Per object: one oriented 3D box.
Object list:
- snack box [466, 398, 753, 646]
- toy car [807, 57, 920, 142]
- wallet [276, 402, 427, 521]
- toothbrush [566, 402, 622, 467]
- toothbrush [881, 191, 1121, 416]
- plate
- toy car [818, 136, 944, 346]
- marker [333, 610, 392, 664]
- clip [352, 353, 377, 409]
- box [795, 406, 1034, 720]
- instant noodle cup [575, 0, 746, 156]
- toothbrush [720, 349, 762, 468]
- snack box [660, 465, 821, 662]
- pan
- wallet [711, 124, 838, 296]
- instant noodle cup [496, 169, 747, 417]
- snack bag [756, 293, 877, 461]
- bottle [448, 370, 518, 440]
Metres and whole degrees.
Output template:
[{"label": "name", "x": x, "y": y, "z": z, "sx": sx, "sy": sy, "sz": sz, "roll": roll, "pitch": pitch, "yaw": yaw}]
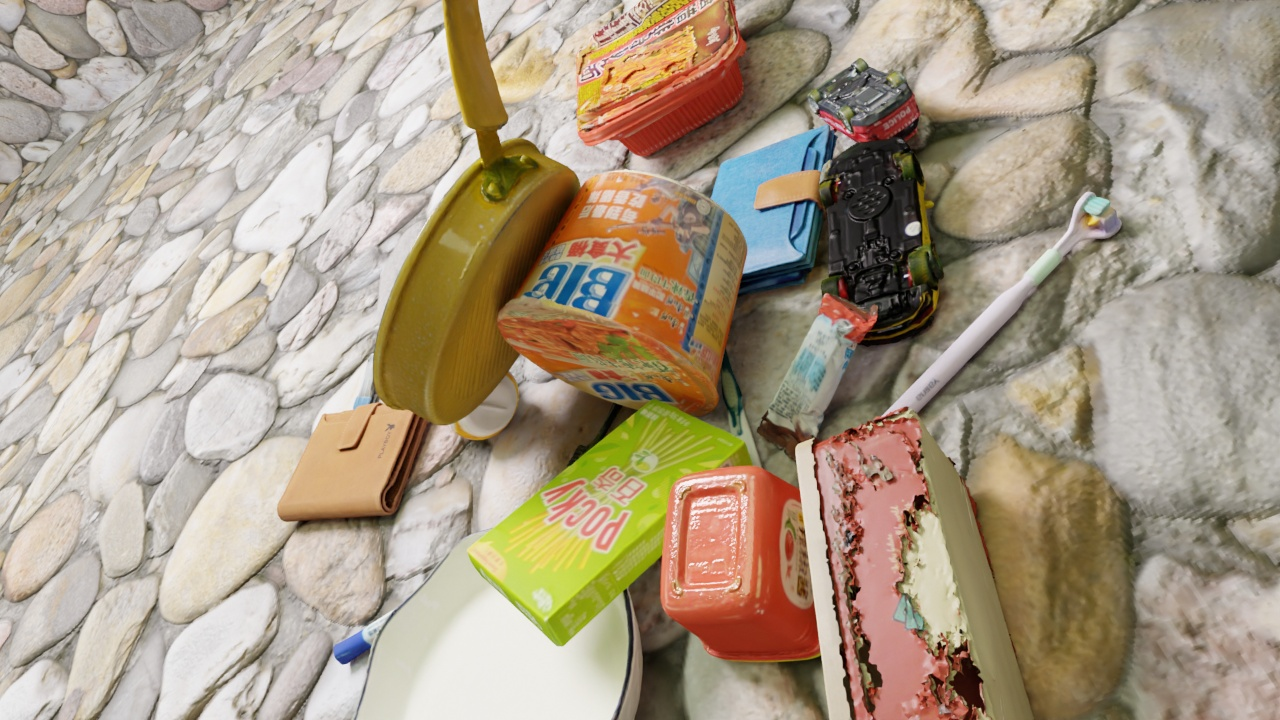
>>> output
[{"label": "snack box", "x": -0.017, "y": 0.088, "z": 0.540, "sx": 0.156, "sy": 0.026, "sz": 0.086, "roll": -38, "pitch": 37, "yaw": -23}, {"label": "toy car", "x": 0.164, "y": -0.186, "z": 0.677, "sx": 0.053, "sy": 0.045, "sz": 0.120, "roll": -32, "pitch": 28, "yaw": 8}, {"label": "wallet", "x": -0.245, "y": 0.086, "z": 0.786, "sx": 0.132, "sy": 0.031, "sz": 0.107, "roll": -9, "pitch": 52, "yaw": 32}, {"label": "toothbrush", "x": -0.004, "y": 0.004, "z": 0.674, "sx": 0.017, "sy": 0.012, "sz": 0.185, "roll": 1, "pitch": 55, "yaw": 53}, {"label": "toothbrush", "x": 0.200, "y": -0.021, "z": 0.524, "sx": 0.189, "sy": 0.029, "sz": 0.021, "roll": -45, "pitch": -1, "yaw": -1}, {"label": "plate", "x": -0.083, "y": 0.194, "z": 0.545, "sx": 0.205, "sy": 0.045, "sz": 0.204, "roll": -21, "pitch": 44, "yaw": 22}, {"label": "toy car", "x": 0.155, "y": -0.082, "z": 0.594, "sx": 0.071, "sy": 0.041, "sz": 0.155, "roll": -17, "pitch": 51, "yaw": 28}, {"label": "marker", "x": -0.156, "y": 0.173, "z": 0.645, "sx": 0.146, "sy": 0.017, "sz": 0.017, "roll": -33, "pitch": 41, "yaw": 12}, {"label": "clip", "x": -0.249, "y": 0.023, "z": 0.856, "sx": 0.024, "sy": 0.028, "sz": 0.056, "roll": 1, "pitch": 65, "yaw": 43}, {"label": "box", "x": 0.129, "y": 0.107, "z": 0.411, "sx": 0.079, "sy": 0.091, "sz": 0.168, "roll": -25, "pitch": 43, "yaw": 25}, {"label": "instant noodle cup", "x": 0.023, "y": -0.264, "z": 0.836, "sx": 0.165, "sy": 0.079, "sz": 0.188, "roll": -25, "pitch": 42, "yaw": 21}, {"label": "toothbrush", "x": 0.063, "y": 0.030, "z": 0.596, "sx": 0.016, "sy": 0.018, "sz": 0.191, "roll": -26, "pitch": 45, "yaw": 18}, {"label": "snack box", "x": 0.053, "y": 0.104, "z": 0.478, "sx": 0.082, "sy": 0.080, "sz": 0.091, "roll": -13, "pitch": 57, "yaw": 31}, {"label": "pan", "x": -0.098, "y": -0.109, "z": 0.553, "sx": 0.078, "sy": 0.358, "sz": 0.197, "roll": 27, "pitch": 45, "yaw": 7}, {"label": "wallet", "x": 0.091, "y": -0.108, "z": 0.677, "sx": 0.107, "sy": 0.040, "sz": 0.132, "roll": -11, "pitch": 51, "yaw": 38}, {"label": "instant noodle cup", "x": -0.004, "y": -0.044, "z": 0.598, "sx": 0.152, "sy": 0.151, "sz": 0.111, "roll": 4, "pitch": 64, "yaw": 41}, {"label": "snack bag", "x": 0.105, "y": 0.008, "z": 0.550, "sx": 0.045, "sy": 0.026, "sz": 0.105, "roll": 35, "pitch": 104, "yaw": 43}, {"label": "bottle", "x": -0.145, "y": 0.020, "z": 0.734, "sx": 0.063, "sy": 0.063, "sz": 0.108, "roll": -52, "pitch": 40, "yaw": -11}]
